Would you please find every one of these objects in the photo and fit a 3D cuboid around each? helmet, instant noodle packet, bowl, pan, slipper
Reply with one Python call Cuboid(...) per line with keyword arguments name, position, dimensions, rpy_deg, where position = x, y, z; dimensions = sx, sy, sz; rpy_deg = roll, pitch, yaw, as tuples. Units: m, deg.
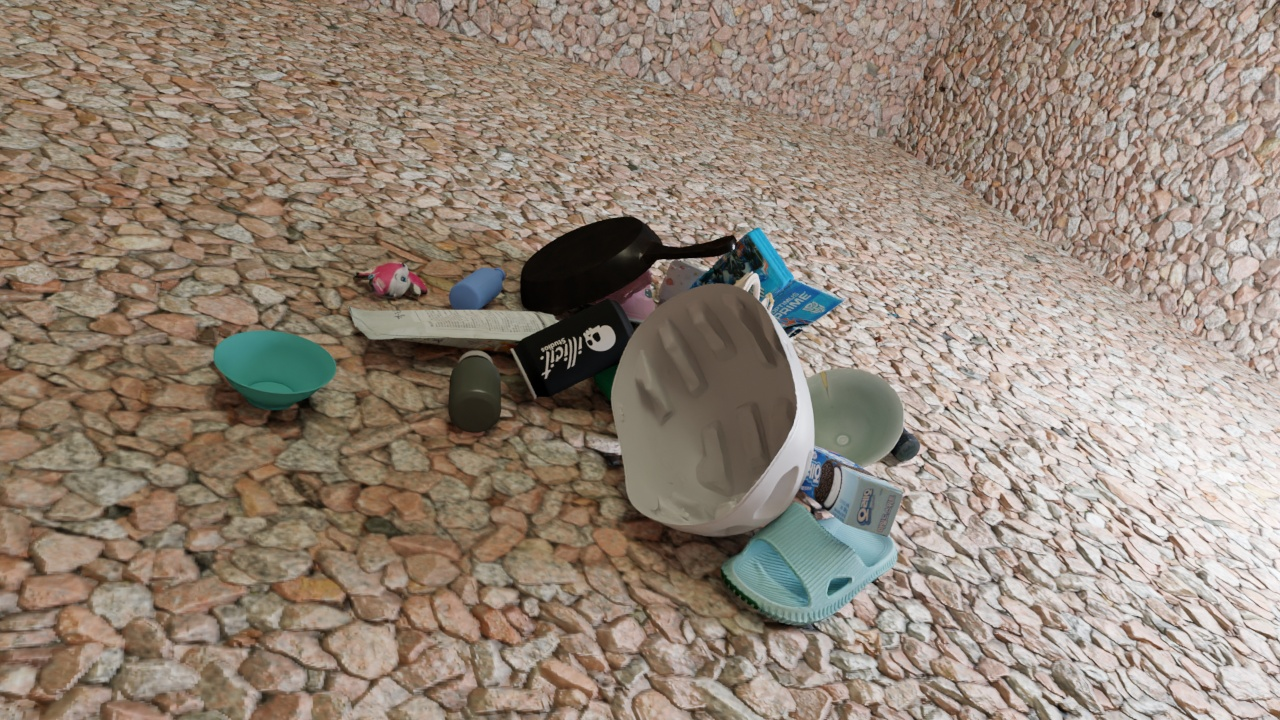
Cuboid(name="helmet", position=(0.079, 0.054, 1.024), dimensions=(0.183, 0.225, 0.282), rpy_deg=(18, 50, -63))
Cuboid(name="instant noodle packet", position=(-0.232, -0.038, 1.195), dimensions=(0.268, 0.057, 0.147), rpy_deg=(1, 14, -28))
Cuboid(name="bowl", position=(0.279, 0.096, 1.266), dimensions=(0.174, 0.068, 0.173), rpy_deg=(-12, 47, 13))
Cuboid(name="pan", position=(-0.026, -0.155, 1.328), dimensions=(0.357, 0.043, 0.247), rpy_deg=(-5, 32, 33))
Cuboid(name="slipper", position=(0.203, 0.212, 1.010), dimensions=(0.275, 0.070, 0.116), rpy_deg=(-9, 42, -46))
Cuboid(name="bowl", position=(-0.390, 0.019, 0.976), dimensions=(0.121, 0.046, 0.121), rpy_deg=(16, 27, -9))

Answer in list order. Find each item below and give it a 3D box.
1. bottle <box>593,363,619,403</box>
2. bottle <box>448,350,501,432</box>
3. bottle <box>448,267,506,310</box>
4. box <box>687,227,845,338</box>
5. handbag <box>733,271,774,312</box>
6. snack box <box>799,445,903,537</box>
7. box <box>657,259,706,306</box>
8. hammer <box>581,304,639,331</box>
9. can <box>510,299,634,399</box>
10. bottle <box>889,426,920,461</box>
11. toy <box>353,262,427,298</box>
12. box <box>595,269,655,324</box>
Cuboid(name="bottle", position=(-0.026, 0.020, 1.206), dimensions=(0.068, 0.068, 0.209), rpy_deg=(-2, 35, -38))
Cuboid(name="bottle", position=(-0.193, 0.033, 1.073), dimensions=(0.060, 0.060, 0.108), rpy_deg=(12, 28, -16))
Cuboid(name="bottle", position=(-0.227, -0.108, 1.326), dimensions=(0.048, 0.048, 0.130), rpy_deg=(24, 27, 6))
Cuboid(name="box", position=(0.158, -0.074, 1.348), dimensions=(0.174, 0.244, 0.063), rpy_deg=(38, 59, -7))
Cuboid(name="handbag", position=(0.109, -0.031, 1.222), dimensions=(0.101, 0.198, 0.194), rpy_deg=(31, 38, 13))
Cuboid(name="snack box", position=(0.233, 0.145, 1.073), dimensions=(0.059, 0.059, 0.226), rpy_deg=(17, 3, -7))
Cuboid(name="box", position=(0.138, -0.079, 1.504), dimensions=(0.216, 0.095, 0.107), rpy_deg=(27, 2, 13))
Cuboid(name="hammer", position=(-0.056, -0.136, 1.523), dimensions=(0.133, 0.033, 0.332), rpy_deg=(9, 28, -18))
Cuboid(name="can", position=(-0.082, -0.014, 1.148), dimensions=(0.146, 0.080, 0.080), rpy_deg=(-26, 41, -8))
Cuboid(name="bottle", position=(0.354, 0.086, 1.360), dimensions=(0.056, 0.056, 0.160), rpy_deg=(6, 30, -26))
Cuboid(name="toy", position=(-0.338, -0.116, 1.269), dimensions=(0.102, 0.050, 0.065), rpy_deg=(1, 28, -44))
Cuboid(name="box", position=(-0.015, -0.125, 1.443), dimensions=(0.098, 0.099, 0.232), rpy_deg=(51, 13, -24))
